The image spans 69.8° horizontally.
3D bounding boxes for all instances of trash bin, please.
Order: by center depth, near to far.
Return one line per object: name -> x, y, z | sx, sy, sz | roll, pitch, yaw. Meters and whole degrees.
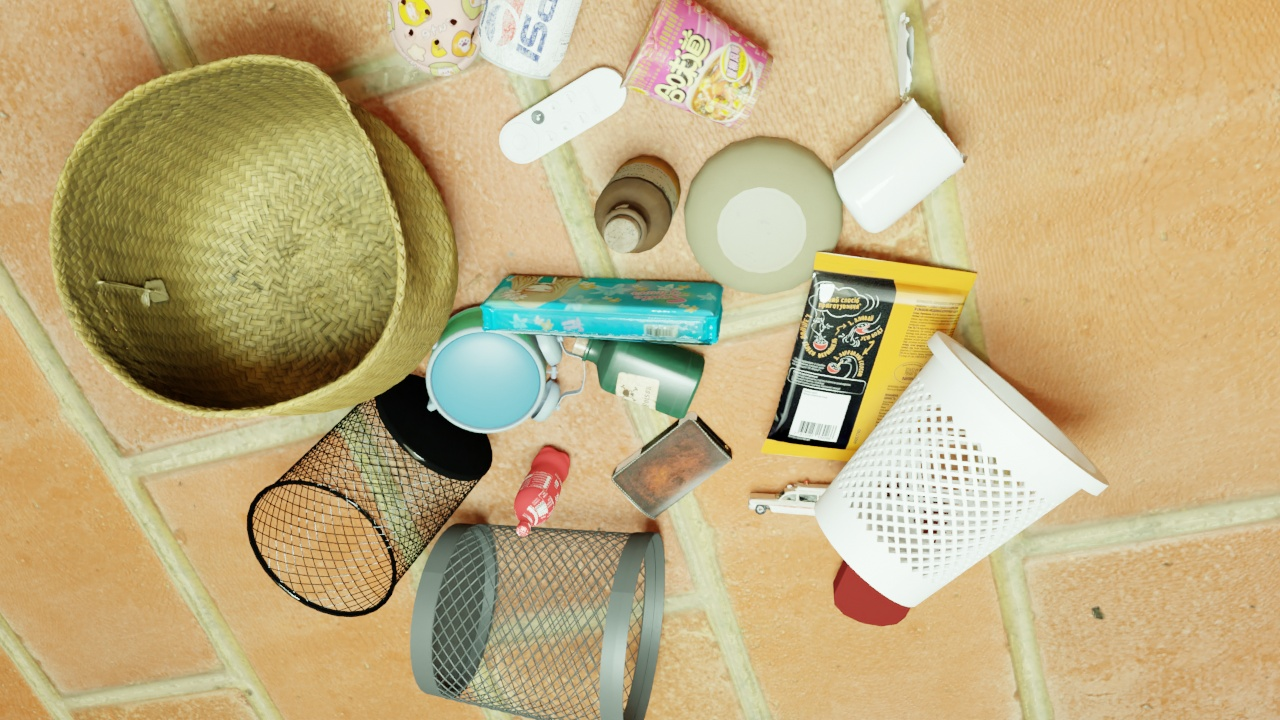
trash bin -> 0.279, 0.112, 0.852 | 0.195, 0.195, 0.200 | 37, 109, -9
trash bin -> -0.279, 0.135, 0.984 | 0.184, 0.183, 0.210 | 41, 109, -11
trash bin -> -0.105, 0.284, 1.004 | 0.227, 0.217, 0.218 | 5, 115, 11

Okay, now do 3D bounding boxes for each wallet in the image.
wallet -> 0.034, 0.116, 1.004 | 0.123, 0.019, 0.072 | -40, 103, 23

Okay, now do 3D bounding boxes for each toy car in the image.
toy car -> 0.173, 0.148, 0.988 | 0.113, 0.039, 0.039 | 5, 95, 8

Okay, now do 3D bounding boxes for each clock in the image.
clock -> -0.139, 0.009, 0.957 | 0.161, 0.075, 0.122 | 3, 115, -6

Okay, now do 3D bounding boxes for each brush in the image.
brush -> 0.270, 0.208, 0.995 | 0.082, 0.041, 0.174 | 17, 116, 1

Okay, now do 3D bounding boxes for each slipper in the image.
slipper -> -0.175, -0.345, 0.789 | 0.093, 0.081, 0.198 | 18, 114, 2

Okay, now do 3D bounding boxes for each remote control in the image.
remote control -> -0.073, -0.230, 0.863 | 0.137, 0.013, 0.043 | -26, 108, 19

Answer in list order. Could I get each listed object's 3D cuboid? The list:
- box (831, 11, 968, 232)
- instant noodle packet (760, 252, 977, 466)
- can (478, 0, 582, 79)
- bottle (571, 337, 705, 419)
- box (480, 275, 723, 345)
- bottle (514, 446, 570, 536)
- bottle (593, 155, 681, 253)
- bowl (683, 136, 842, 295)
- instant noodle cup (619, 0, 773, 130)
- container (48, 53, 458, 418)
box -> 0.215, -0.202, 0.794 | 0.140, 0.083, 0.141 | -38, 98, 21
instant noodle packet -> 0.222, 0.006, 0.905 | 0.159, 0.032, 0.221 | 6, 116, -9
can -> -0.088, -0.320, 0.787 | 0.078, 0.078, 0.136 | 22, 116, -2
bottle -> -0.006, 0.005, 0.935 | 0.131, 0.061, 0.061 | 21, 114, -1
box -> -0.034, -0.049, 0.896 | 0.227, 0.094, 0.041 | 3, 113, 8
bottle -> -0.107, 0.140, 0.969 | 0.042, 0.141, 0.042 | 4, 115, 7
bottle -> -0.005, -0.133, 0.817 | 0.068, 0.156, 0.068 | 4, 115, 7
bowl -> 0.114, -0.128, 0.858 | 0.152, 0.050, 0.152 | 4, 115, 8
instant noodle cup -> 0.051, -0.256, 0.792 | 0.108, 0.097, 0.098 | 24, 116, -12
container -> -0.326, -0.094, 0.827 | 0.307, 0.196, 0.307 | 0, 87, 6
